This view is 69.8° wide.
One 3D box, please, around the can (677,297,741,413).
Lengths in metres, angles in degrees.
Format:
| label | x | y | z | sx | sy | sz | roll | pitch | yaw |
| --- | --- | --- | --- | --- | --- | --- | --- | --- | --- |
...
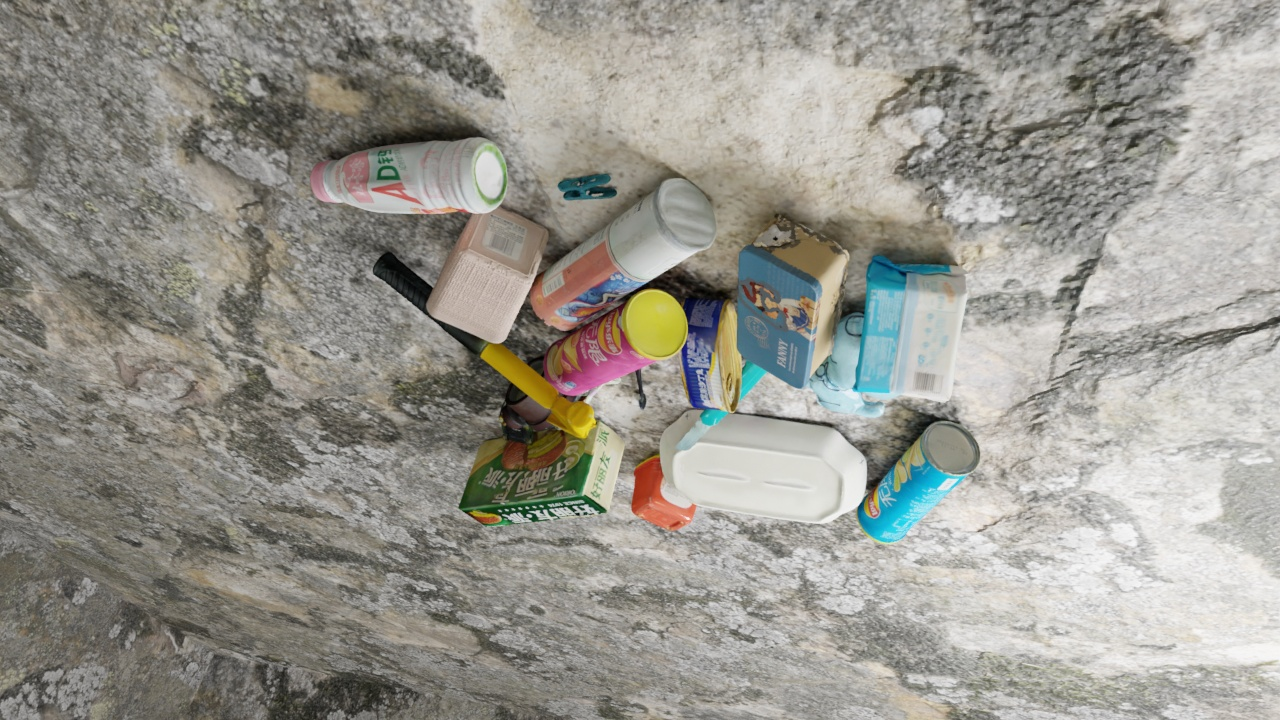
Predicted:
| label | x | y | z | sx | sy | sz | roll | pitch | yaw |
| --- | --- | --- | --- | --- | --- | --- | --- | --- | --- |
| can | 0.075 | -0.004 | 0.982 | 0.049 | 0.074 | 0.148 | 6 | 139 | 18 |

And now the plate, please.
| label | x | y | z | sx | sy | sz | roll | pitch | yaw |
| --- | --- | --- | --- | --- | --- | --- | --- | --- | --- |
| plate | 0.149 | 0.144 | 1.161 | 0.266 | 0.034 | 0.162 | 8 | 126 | 14 |

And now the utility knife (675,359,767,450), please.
| label | x | y | z | sx | sy | sz | roll | pitch | yaw |
| --- | --- | --- | --- | --- | --- | --- | --- | --- | --- |
| utility knife | 0.097 | 0.049 | 1.078 | 0.029 | 0.013 | 0.217 | 30 | 132 | -9 |

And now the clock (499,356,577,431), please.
| label | x | y | z | sx | sy | sz | roll | pitch | yaw |
| --- | --- | --- | --- | --- | --- | --- | --- | --- | --- |
| clock | -0.130 | 0.044 | 1.132 | 0.122 | 0.081 | 0.055 | -21 | 128 | 41 |

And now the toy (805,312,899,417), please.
| label | x | y | z | sx | sy | sz | roll | pitch | yaw |
| --- | --- | --- | --- | --- | --- | --- | --- | --- | --- |
| toy | 0.232 | 0.009 | 0.963 | 0.157 | 0.049 | 0.161 | -11 | 134 | 39 |

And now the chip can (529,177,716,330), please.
| label | x | y | z | sx | sy | sz | roll | pitch | yaw |
| --- | --- | --- | --- | --- | --- | --- | --- | --- | --- |
| chip can | -0.024 | -0.097 | 0.892 | 0.071 | 0.071 | 0.215 | 33 | 143 | -25 |

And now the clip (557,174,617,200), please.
| label | x | y | z | sx | sy | sz | roll | pitch | yaw |
| --- | --- | --- | --- | --- | --- | --- | --- | --- | --- |
| clip | -0.050 | -0.162 | 0.859 | 0.056 | 0.014 | 0.042 | -1 | 144 | 20 |

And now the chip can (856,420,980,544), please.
| label | x | y | z | sx | sy | sz | roll | pitch | yaw |
| --- | --- | --- | --- | --- | --- | --- | --- | --- | --- |
| chip can | 0.333 | 0.152 | 1.118 | 0.071 | 0.071 | 0.211 | 15 | 146 | 0 |

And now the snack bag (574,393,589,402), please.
| label | x | y | z | sx | sy | sz | roll | pitch | yaw |
| --- | --- | --- | --- | --- | --- | --- | --- | --- | --- |
| snack bag | -0.103 | 0.062 | 1.166 | 0.104 | 0.048 | 0.026 | -12 | 117 | 52 |

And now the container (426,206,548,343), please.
| label | x | y | z | sx | sy | sz | roll | pitch | yaw |
| --- | --- | --- | --- | --- | --- | --- | --- | --- | --- |
| container | -0.153 | -0.093 | 0.937 | 0.090 | 0.089 | 0.111 | 24 | 142 | -13 |

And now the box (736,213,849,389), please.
| label | x | y | z | sx | sy | sz | roll | pitch | yaw |
| --- | --- | --- | --- | --- | --- | --- | --- | --- | --- |
| box | 0.142 | -0.049 | 0.882 | 0.090 | 0.061 | 0.184 | 32 | 151 | 26 |

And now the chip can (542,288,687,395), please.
| label | x | y | z | sx | sy | sz | roll | pitch | yaw |
| --- | --- | --- | --- | --- | --- | --- | --- | --- | --- |
| chip can | -0.033 | -0.014 | 0.982 | 0.071 | 0.071 | 0.211 | 29 | 156 | -20 |

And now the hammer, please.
| label | x | y | z | sx | sy | sz | roll | pitch | yaw |
| --- | --- | --- | --- | --- | --- | --- | --- | --- | --- |
| hammer | -0.171 | -0.015 | 1.010 | 0.301 | 0.032 | 0.129 | 39 | 168 | 2 |

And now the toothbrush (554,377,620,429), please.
| label | x | y | z | sx | sy | sz | roll | pitch | yaw |
| --- | --- | --- | --- | --- | --- | --- | --- | --- | --- |
| toothbrush | -0.073 | 0.052 | 1.180 | 0.029 | 0.020 | 0.190 | 50 | 144 | 3 |

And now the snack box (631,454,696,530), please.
| label | x | y | z | sx | sy | sz | roll | pitch | yaw |
| --- | --- | --- | --- | --- | --- | --- | --- | --- | --- |
| snack box | 0.037 | 0.185 | 1.276 | 0.091 | 0.080 | 0.082 | 27 | 144 | -18 |

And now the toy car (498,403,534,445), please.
| label | x | y | z | sx | sy | sz | roll | pitch | yaw |
| --- | --- | --- | --- | --- | --- | --- | --- | --- | --- |
| toy car | -0.166 | 0.085 | 1.247 | 0.043 | 0.036 | 0.091 | 11 | 146 | 4 |

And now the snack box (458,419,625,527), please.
| label | x | y | z | sx | sy | sz | roll | pitch | yaw |
| --- | --- | --- | --- | --- | --- | --- | --- | --- | --- |
| snack box | -0.139 | 0.161 | 1.279 | 0.241 | 0.114 | 0.063 | -12 | 139 | 36 |

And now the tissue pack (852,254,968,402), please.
| label | x | y | z | sx | sy | sz | roll | pitch | yaw |
| --- | --- | --- | --- | --- | --- | --- | --- | --- | --- |
| tissue pack | 0.250 | -0.027 | 0.858 | 0.090 | 0.063 | 0.140 | 6 | 115 | 14 |

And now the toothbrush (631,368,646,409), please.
| label | x | y | z | sx | sy | sz | roll | pitch | yaw |
| --- | --- | --- | --- | --- | --- | --- | --- | --- | --- |
| toothbrush | -0.006 | 0.006 | 1.088 | 0.018 | 0.015 | 0.181 | 17 | 149 | 14 |

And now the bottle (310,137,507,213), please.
| label | x | y | z | sx | sy | sz | roll | pitch | yaw |
| --- | --- | --- | --- | --- | --- | --- | --- | --- | --- |
| bottle | -0.224 | -0.173 | 0.868 | 0.197 | 0.068 | 0.068 | 4 | 146 | 24 |
